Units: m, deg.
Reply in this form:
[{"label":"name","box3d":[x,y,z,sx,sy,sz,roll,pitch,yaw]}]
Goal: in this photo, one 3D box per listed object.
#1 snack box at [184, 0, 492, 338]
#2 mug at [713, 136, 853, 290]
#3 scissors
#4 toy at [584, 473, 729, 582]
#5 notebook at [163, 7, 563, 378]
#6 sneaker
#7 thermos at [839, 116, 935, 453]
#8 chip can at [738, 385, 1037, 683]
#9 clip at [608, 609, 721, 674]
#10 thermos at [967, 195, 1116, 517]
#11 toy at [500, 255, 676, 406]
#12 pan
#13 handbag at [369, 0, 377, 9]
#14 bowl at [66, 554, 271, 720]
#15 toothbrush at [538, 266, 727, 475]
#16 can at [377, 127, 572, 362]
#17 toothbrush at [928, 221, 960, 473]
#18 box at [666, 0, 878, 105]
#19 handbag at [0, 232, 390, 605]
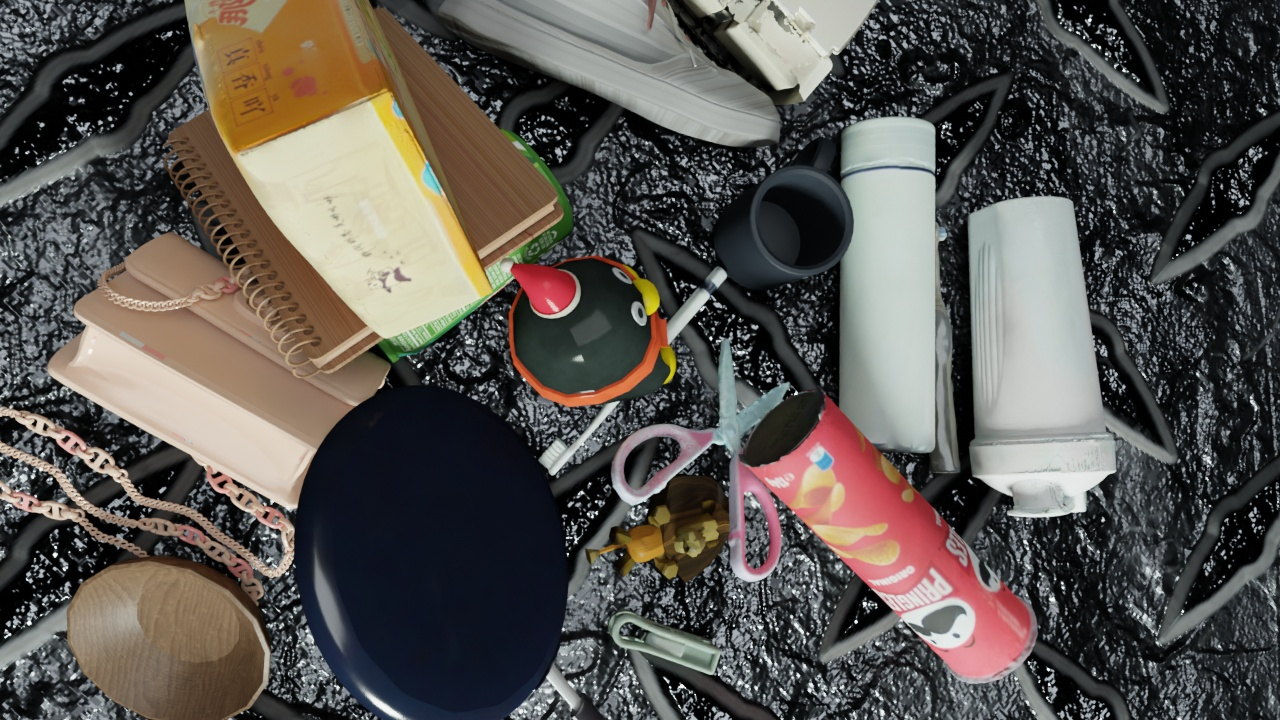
[{"label":"snack box","box3d":[-0.156,-0.127,0.448,0.080,0.145,0.195,-24,61,-4]},{"label":"mug","box3d":[0.102,-0.103,0.624,0.071,0.077,0.105,26,82,-10]},{"label":"scissors","box3d":[0.043,0.054,0.600,0.158,0.014,0.172,14,61,-24]},{"label":"toy","box3d":[0.014,0.114,0.600,0.100,0.062,0.076,-16,109,-22]},{"label":"notebook","box3d":[-0.171,-0.107,0.535,0.169,0.022,0.210,-36,62,-10]},{"label":"sneaker","box3d":[-0.006,-0.215,0.597,0.236,0.099,0.089,20,97,-9]},{"label":"thermos","box3d":[0.173,-0.051,0.644,0.068,0.068,0.230,2,87,-13]},{"label":"chip can","box3d":[0.166,0.117,0.610,0.233,0.073,0.073,45,78,-17]},{"label":"clip","box3d":[0.015,0.188,0.615,0.076,0.047,0.023,21,81,-7]},{"label":"thermos","box3d":[0.283,-0.001,0.656,0.099,0.099,0.220,0,83,-13]},{"label":"toy","box3d":[-0.035,-0.021,0.569,0.099,0.119,0.097,-24,77,-2]},{"label":"pan","box3d":[-0.066,0.171,0.555,0.356,0.021,0.198,57,34,-21]},{"label":"handbag","box3d":[-0.225,-0.299,0.500,0.072,0.196,0.176,-30,94,-13]},{"label":"bowl","box3d":[-0.269,0.158,0.536,0.118,0.030,0.118,1,113,3]},{"label":"toothbrush","box3d":[-0.004,0.004,0.629,0.017,0.012,0.186,42,79,-4]},{"label":"can","box3d":[-0.120,-0.072,0.570,0.144,0.083,0.083,-40,96,-12]},{"label":"toothbrush","box3d":[0.219,-0.010,0.676,0.024,0.022,0.185,0,86,-16]},{"label":"box","box3d":[0.091,-0.243,0.554,0.143,0.194,0.101,41,93,-20]},{"label":"handbag","box3d":[-0.274,0.030,0.553,0.198,0.116,0.188,33,117,-13]}]
